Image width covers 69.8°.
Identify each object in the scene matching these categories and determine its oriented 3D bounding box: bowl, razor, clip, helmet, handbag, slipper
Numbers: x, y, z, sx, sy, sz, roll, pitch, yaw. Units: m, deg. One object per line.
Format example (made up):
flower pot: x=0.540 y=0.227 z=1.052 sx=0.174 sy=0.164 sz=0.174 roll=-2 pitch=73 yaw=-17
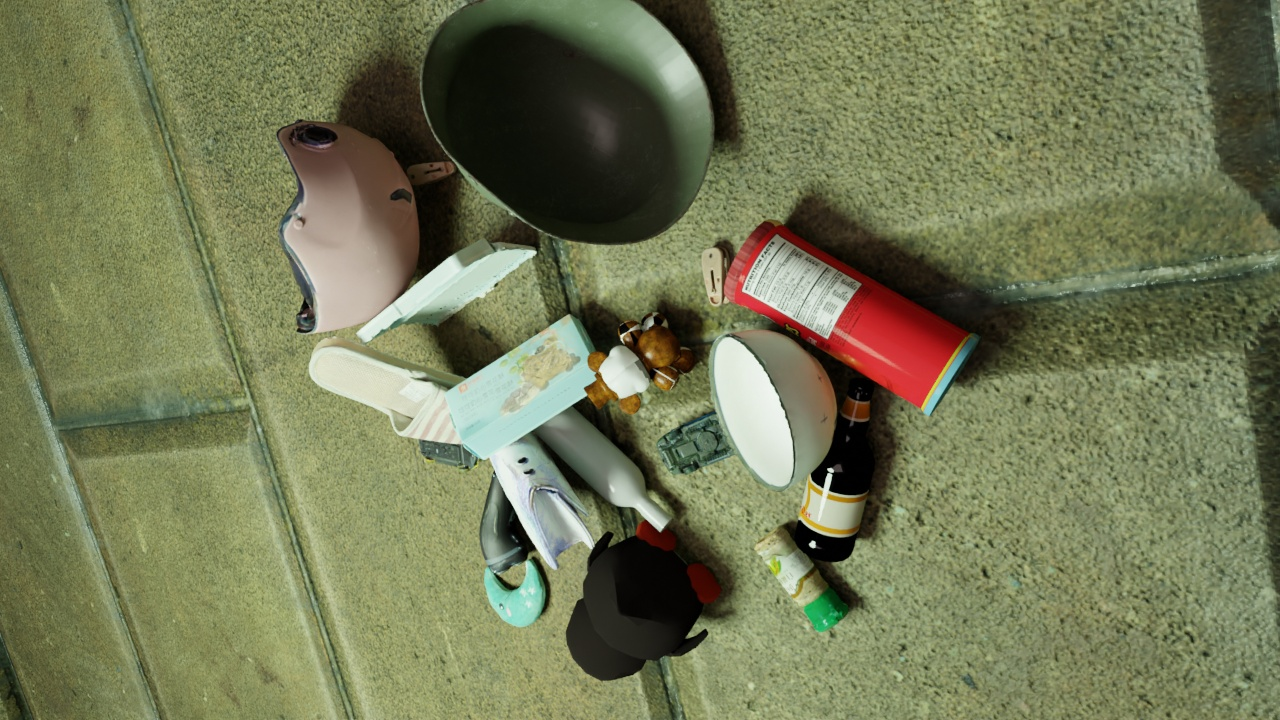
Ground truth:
bowl: x=0.129 y=0.039 z=0.851 sx=0.154 sy=0.072 sz=0.153 roll=161 pitch=90 yaw=-73
razor: x=-0.169 y=0.202 z=1.157 sx=0.064 sy=0.052 sz=0.141 roll=12 pitch=111 yaw=17
clip: x=0.075 y=-0.083 z=0.916 sx=0.026 sy=0.049 sz=0.061 roll=1 pitch=133 yaw=33
clip: x=-0.240 y=-0.224 z=1.083 sx=0.061 sy=0.049 sz=0.026 roll=-162 pitch=55 yaw=-74
helmet: x=-0.085 y=-0.221 z=0.871 sx=0.154 sy=0.267 sz=0.227 roll=4 pitch=75 yaw=66
handbag: x=-0.116 y=0.142 z=1.040 sx=0.158 sy=0.069 sz=0.126 roll=46 pitch=158 yaw=53
slipper: x=-0.261 y=0.049 z=1.079 sx=0.263 sy=0.052 sz=0.115 roll=23 pitch=134 yaw=-16
helmet: x=-0.337 y=-0.163 z=1.060 sx=0.231 sy=0.152 sz=0.255 roll=99 pitch=157 yaw=-45

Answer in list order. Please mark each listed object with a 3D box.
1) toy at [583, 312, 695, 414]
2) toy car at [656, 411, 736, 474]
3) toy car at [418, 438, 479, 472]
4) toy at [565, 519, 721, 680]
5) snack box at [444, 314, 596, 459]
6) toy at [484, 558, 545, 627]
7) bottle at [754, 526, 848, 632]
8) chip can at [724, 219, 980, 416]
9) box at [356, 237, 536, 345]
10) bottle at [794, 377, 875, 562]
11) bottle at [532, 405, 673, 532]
toy: x=-0.006 y=0.006 z=0.949 sx=0.112 sy=0.067 sz=0.087 roll=-38 pitch=82 yaw=1
toy car: x=0.073 y=0.080 z=0.962 sx=0.120 sy=0.043 sz=0.056 roll=-26 pitch=90 yaw=33
toy car: x=-0.248 y=0.113 z=1.191 sx=0.107 sy=0.030 sz=0.049 roll=10 pitch=110 yaw=33
toy: x=-0.023 y=0.295 z=1.035 sx=0.159 sy=0.139 sz=0.185 roll=44 pitch=124 yaw=14
snack box: x=-0.125 y=0.029 z=1.006 sx=0.175 sy=0.053 sz=0.075 roll=-31 pitch=52 yaw=4
toy: x=-0.164 y=0.307 z=1.201 sx=0.105 sy=0.033 sz=0.085 roll=-18 pitch=84 yaw=37
bottle: x=0.166 y=0.226 z=0.950 sx=0.111 sy=0.043 sz=0.043 roll=52 pitch=125 yaw=9
chip can: x=0.186 y=-0.041 z=0.824 sx=0.213 sy=0.086 sz=0.087 roll=33 pitch=121 yaw=19
box: x=-0.225 y=-0.081 z=1.047 sx=0.198 sy=0.135 sz=0.044 roll=-29 pitch=87 yaw=37
bottle: x=0.194 y=0.103 z=0.882 sx=0.059 sy=0.059 sz=0.182 roll=20 pitch=115 yaw=27
bottle: x=-0.041 y=0.121 z=1.045 sx=0.195 sy=0.052 sz=0.053 roll=41 pitch=123 yaw=15
